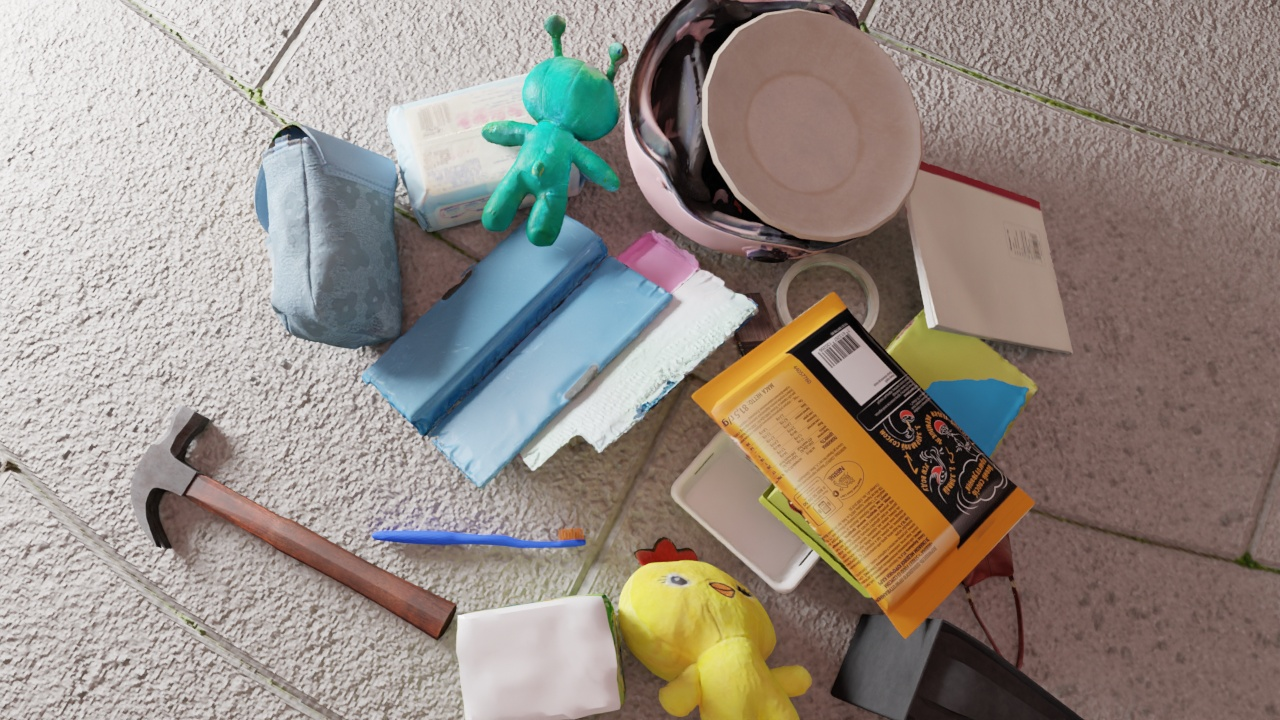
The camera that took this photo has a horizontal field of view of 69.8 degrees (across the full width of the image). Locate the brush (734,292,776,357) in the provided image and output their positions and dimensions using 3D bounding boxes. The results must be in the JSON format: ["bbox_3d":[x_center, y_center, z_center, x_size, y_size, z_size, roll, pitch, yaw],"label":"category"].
[{"bbox_3d":[0.115,0.006,0.824,0.039,0.012,0.151,-18,76,-5],"label":"brush"}]

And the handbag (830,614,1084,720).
[{"bbox_3d":[0.265,0.266,0.676,0.196,0.176,0.072,26,75,3],"label":"handbag"}]

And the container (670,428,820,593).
[{"bbox_3d":[0.095,0.126,0.773,0.129,0.049,0.080,41,79,10],"label":"container"}]

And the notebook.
[{"bbox_3d":[0.300,-0.088,0.790,0.208,0.012,0.153,7,70,-37],"label":"notebook"}]

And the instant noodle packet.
[{"bbox_3d":[0.165,0.066,0.674,0.159,0.032,0.221,-34,75,-27],"label":"instant noodle packet"}]

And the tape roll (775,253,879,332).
[{"bbox_3d":[0.171,-0.053,0.840,0.093,0.013,0.093,0,75,0],"label":"tape roll"}]

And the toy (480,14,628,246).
[{"bbox_3d":[-0.072,-0.193,0.783,0.130,0.072,0.193,20,83,0],"label":"toy"}]

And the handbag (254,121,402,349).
[{"bbox_3d":[-0.276,-0.103,0.805,0.119,0.121,0.191,-12,79,30],"label":"handbag"}]

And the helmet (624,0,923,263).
[{"bbox_3d":[0.106,-0.188,0.804,0.255,0.153,0.229,7,76,-10],"label":"helmet"}]

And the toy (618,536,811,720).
[{"bbox_3d":[0.052,0.222,0.698,0.133,0.207,0.092,14,106,-30],"label":"toy"}]

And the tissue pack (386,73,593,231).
[{"bbox_3d":[-0.135,-0.195,0.848,0.182,0.070,0.112,-15,76,-7],"label":"tissue pack"}]

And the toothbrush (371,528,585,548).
[{"bbox_3d":[-0.138,0.150,0.784,0.182,0.016,0.018,2,70,0],"label":"toothbrush"}]

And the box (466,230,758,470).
[{"bbox_3d":[-0.025,-0.004,0.778,0.230,0.035,0.159,-42,47,-10],"label":"box"}]

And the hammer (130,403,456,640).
[{"bbox_3d":[-0.293,0.153,0.777,0.301,0.028,0.111,26,76,6],"label":"hammer"}]

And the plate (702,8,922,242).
[{"bbox_3d":[0.133,-0.183,0.723,0.188,0.027,0.188,3,81,-16],"label":"plate"}]

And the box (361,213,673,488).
[{"bbox_3d":[-0.108,-0.022,0.785,0.174,0.033,0.231,35,75,35],"label":"box"}]

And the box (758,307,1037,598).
[{"bbox_3d":[0.211,0.069,0.747,0.124,0.081,0.220,39,64,8],"label":"box"}]

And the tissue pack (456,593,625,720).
[{"bbox_3d":[-0.061,0.251,0.664,0.120,0.198,0.141,-10,73,3],"label":"tissue pack"}]

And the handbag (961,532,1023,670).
[{"bbox_3d":[0.297,0.200,0.770,0.055,0.029,0.119,-15,81,-2],"label":"handbag"}]
